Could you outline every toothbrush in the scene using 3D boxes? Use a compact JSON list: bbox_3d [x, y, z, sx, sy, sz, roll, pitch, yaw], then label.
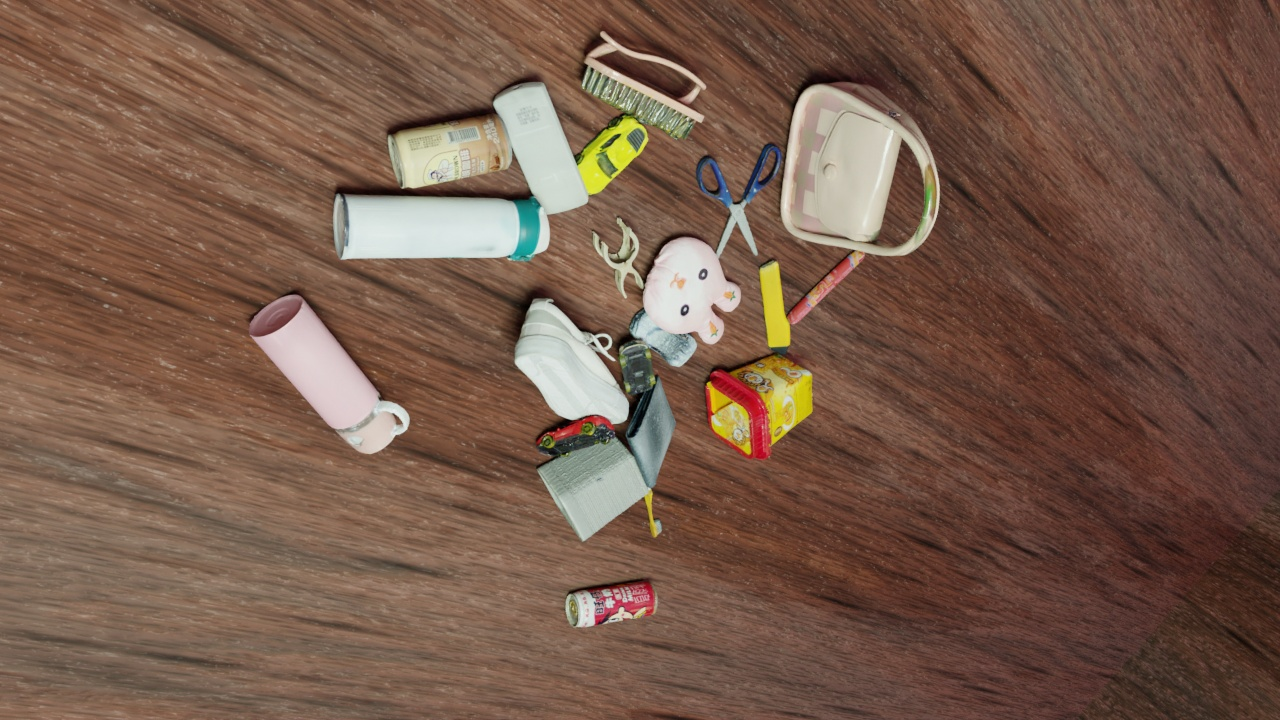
[{"bbox_3d":[0.014,0.187,1.335,0.018,0.016,0.192,-27,129,-25],"label":"toothbrush"}]

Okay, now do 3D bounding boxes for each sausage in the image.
[{"bbox_3d":[0.259,-0.104,1.284,0.156,0.020,0.020,-44,129,2],"label":"sausage"}]

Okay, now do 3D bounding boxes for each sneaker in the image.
[{"bbox_3d":[-0.082,0.004,1.136,0.090,0.090,0.242,-7,152,19],"label":"sneaker"}]

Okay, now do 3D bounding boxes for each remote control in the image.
[{"bbox_3d":[-0.106,-0.228,0.996,0.058,0.021,0.150,-12,129,12],"label":"remote control"}]

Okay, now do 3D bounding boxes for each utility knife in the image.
[{"bbox_3d":[0.186,-0.071,1.263,0.033,0.015,0.154,-4,127,11],"label":"utility knife"}]

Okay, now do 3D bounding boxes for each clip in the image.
[{"bbox_3d":[-0.035,-0.118,1.109,0.083,0.035,0.105,-17,133,-23],"label":"clip"}]

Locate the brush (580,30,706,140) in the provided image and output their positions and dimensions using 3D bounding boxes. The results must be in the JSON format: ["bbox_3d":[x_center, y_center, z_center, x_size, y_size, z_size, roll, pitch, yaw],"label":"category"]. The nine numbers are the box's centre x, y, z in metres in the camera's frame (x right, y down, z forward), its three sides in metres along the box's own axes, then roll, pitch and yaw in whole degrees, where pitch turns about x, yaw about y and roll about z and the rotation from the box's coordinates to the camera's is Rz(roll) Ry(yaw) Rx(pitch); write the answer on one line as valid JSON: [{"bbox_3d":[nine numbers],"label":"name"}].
[{"bbox_3d":[0.002,-0.300,0.996,0.145,0.063,0.073,17,113,-33],"label":"brush"}]

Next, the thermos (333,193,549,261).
[{"bbox_3d":[-0.207,-0.140,0.979,0.223,0.073,0.073,-4,120,-27],"label":"thermos"}]

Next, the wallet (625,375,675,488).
[{"bbox_3d":[0.016,0.094,1.230,0.019,0.120,0.097,0,132,24],"label":"wallet"}]

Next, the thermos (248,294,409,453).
[{"bbox_3d":[-0.332,0.020,1.003,0.087,0.067,0.199,-10,131,22],"label":"thermos"}]

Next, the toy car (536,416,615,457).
[{"bbox_3d":[-0.087,0.099,1.197,0.106,0.031,0.049,-21,148,21],"label":"toy car"}]

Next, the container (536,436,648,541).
[{"bbox_3d":[-0.061,0.164,1.234,0.114,0.090,0.090,-32,130,-12],"label":"container"}]

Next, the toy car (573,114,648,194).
[{"bbox_3d":[-0.036,-0.229,1.038,0.105,0.032,0.048,-43,130,3],"label":"toy car"}]

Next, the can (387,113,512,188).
[{"bbox_3d":[-0.195,-0.215,0.943,0.116,0.058,0.059,-17,125,-19],"label":"can"}]

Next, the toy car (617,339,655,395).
[{"bbox_3d":[-0.007,0.007,1.188,0.042,0.035,0.090,-18,140,-8],"label":"toy car"}]

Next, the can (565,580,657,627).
[{"bbox_3d":[-0.044,0.369,1.391,0.132,0.053,0.053,-2,119,-28],"label":"can"}]

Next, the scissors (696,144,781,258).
[{"bbox_3d":[0.122,-0.200,1.155,0.162,0.012,0.175,-49,131,8],"label":"scissors"}]

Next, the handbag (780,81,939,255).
[{"bbox_3d":[0.269,-0.212,1.082,0.093,0.234,0.194,-10,123,-25],"label":"handbag"}]

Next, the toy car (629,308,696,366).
[{"bbox_3d":[0.031,-0.030,1.199,0.105,0.031,0.049,34,97,-37],"label":"toy car"}]

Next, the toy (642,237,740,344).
[{"bbox_3d":[0.070,-0.085,1.168,0.159,0.054,0.121,27,88,-42],"label":"toy"}]

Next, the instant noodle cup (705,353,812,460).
[{"bbox_3d":[0.171,0.058,1.284,0.123,0.116,0.116,-27,129,-26],"label":"instant noodle cup"}]
